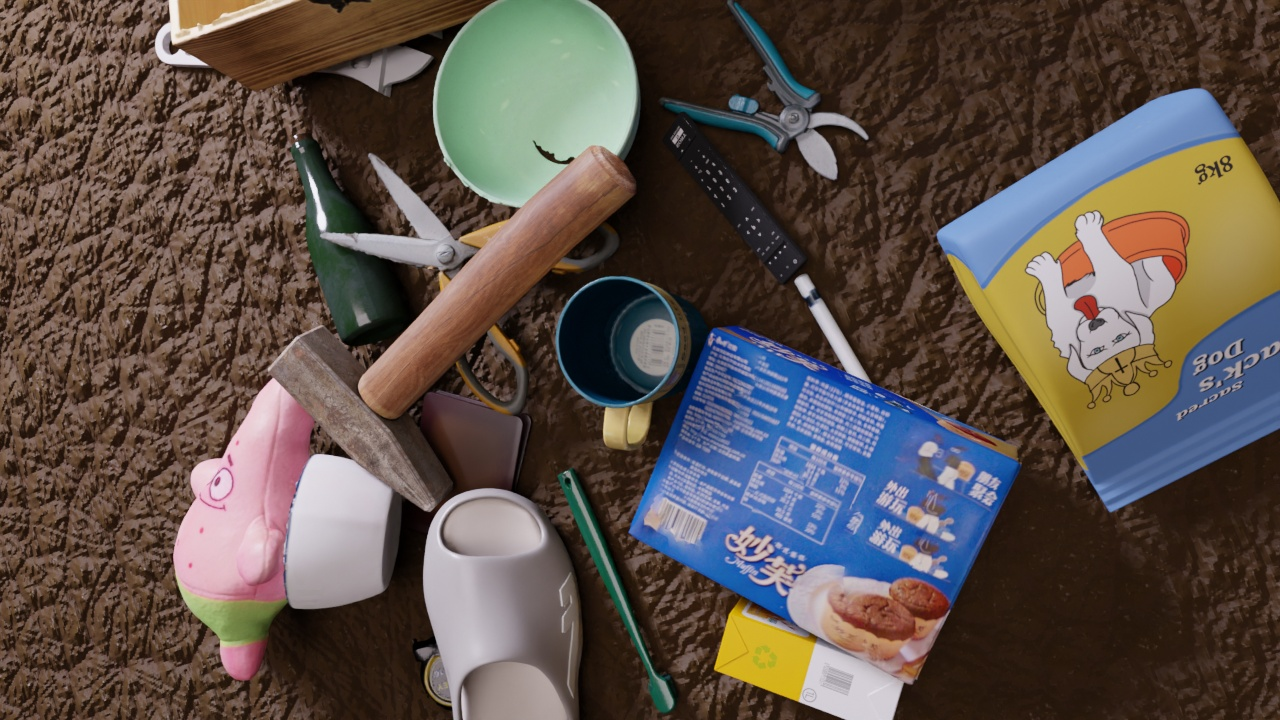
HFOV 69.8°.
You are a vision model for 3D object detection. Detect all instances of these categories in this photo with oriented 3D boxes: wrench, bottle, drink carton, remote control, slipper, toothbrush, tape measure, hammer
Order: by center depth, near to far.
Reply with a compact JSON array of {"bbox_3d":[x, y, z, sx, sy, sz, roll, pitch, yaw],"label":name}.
[{"bbox_3d":[0.118,0.202,0.617,0.122,0.058,0.040,16,95,16],"label":"drink carton"},{"bbox_3d":[0.158,0.020,0.629,0.017,0.012,0.186,-29,82,1],"label":"toothbrush"},{"bbox_3d":[-0.114,-0.031,0.639,0.301,0.037,0.158,-41,94,22],"label":"hammer"},{"bbox_3d":[0.065,-0.115,0.650,0.140,0.009,0.030,52,141,10],"label":"remote control"},{"bbox_3d":[-0.091,0.226,0.650,0.113,0.081,0.266,-4,90,-13],"label":"slipper"},{"bbox_3d":[-0.016,0.169,0.680,0.016,0.017,0.189,-27,82,15],"label":"toothbrush"},{"bbox_3d":[-0.138,0.236,0.705,0.062,0.034,0.061,-16,79,2],"label":"tape measure"},{"bbox_3d":[-0.238,-0.100,0.724,0.055,0.055,0.174,-25,82,15],"label":"bottle"},{"bbox_3d":[-0.289,-0.269,0.758,0.273,0.018,0.087,9,93,17],"label":"wrench"}]

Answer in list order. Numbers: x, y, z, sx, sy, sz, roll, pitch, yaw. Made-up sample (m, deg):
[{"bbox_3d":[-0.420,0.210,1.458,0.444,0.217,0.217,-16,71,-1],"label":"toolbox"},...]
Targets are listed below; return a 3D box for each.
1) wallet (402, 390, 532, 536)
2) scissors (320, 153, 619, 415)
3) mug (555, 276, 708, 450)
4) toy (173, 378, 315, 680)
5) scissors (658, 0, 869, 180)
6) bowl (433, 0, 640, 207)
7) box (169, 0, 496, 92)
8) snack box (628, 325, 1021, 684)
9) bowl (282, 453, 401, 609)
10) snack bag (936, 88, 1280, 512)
[{"bbox_3d":[-0.135,0.089,0.716,0.091,0.018,0.115,14,98,16],"label":"wallet"},{"bbox_3d":[-0.130,-0.059,0.686,0.225,0.016,0.216,4,91,2],"label":"scissors"},{"bbox_3d":[-0.004,0.004,0.628,0.083,0.107,0.113,7,92,14],"label":"mug"},{"bbox_3d":[-0.302,0.119,0.716,0.192,0.096,0.237,22,96,51],"label":"toy"},{"bbox_3d":[0.087,-0.191,0.645,0.154,0.019,0.124,6,93,14],"label":"scissors"},{"bbox_3d":[-0.065,-0.179,0.660,0.151,0.077,0.151,0,90,17],"label":"bowl"},{"bbox_3d":[-0.249,-0.398,0.584,0.280,0.323,0.283,-12,78,18],"label":"box"},{"bbox_3d":[0.117,0.086,0.602,0.203,0.069,0.155,25,101,18],"label":"snack box"},{"bbox_3d":[-0.221,0.131,0.695,0.065,0.116,0.116,6,92,-6],"label":"bowl"},{"bbox_3d":[0.300,-0.030,0.548,0.159,0.102,0.205,-32,93,14],"label":"snack bag"}]
